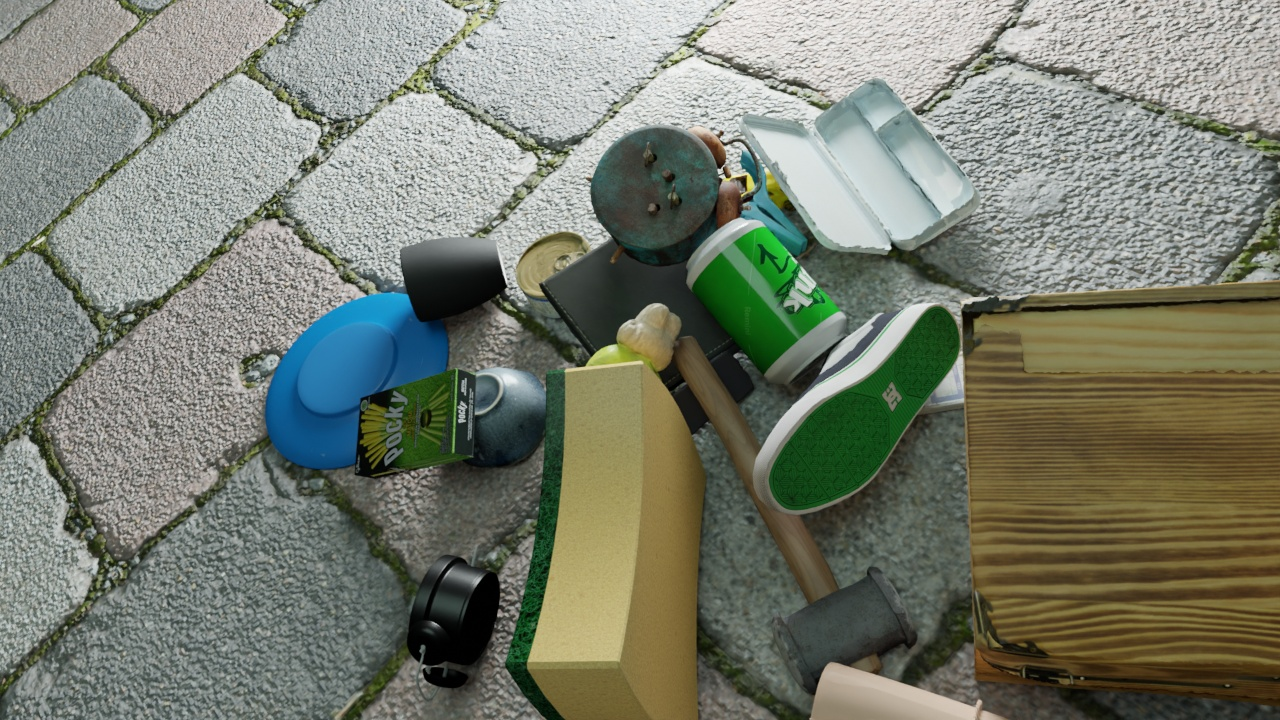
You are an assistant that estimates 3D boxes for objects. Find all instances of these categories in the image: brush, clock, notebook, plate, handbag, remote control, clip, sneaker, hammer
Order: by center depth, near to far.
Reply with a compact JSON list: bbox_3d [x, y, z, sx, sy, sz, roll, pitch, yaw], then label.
[{"bbox_3d":[0.169,0.271,0.541,0.199,0.187,0.116,11,91,28],"label":"handbag"},{"bbox_3d":[-0.013,0.146,0.690,0.075,0.195,0.249,-6,56,17],"label":"brush"},{"bbox_3d":[0.163,0.037,0.745,0.234,0.084,0.079,-40,20,-26],"label":"sneaker"},{"bbox_3d":[0.102,0.105,0.750,0.098,0.052,0.328,-27,57,1],"label":"hammer"},{"bbox_3d":[-0.157,0.221,0.763,0.042,0.091,0.120,10,48,14],"label":"clock"},{"bbox_3d":[0.298,0.012,0.777,0.136,0.011,0.050,-11,55,14],"label":"remote control"},{"bbox_3d":[0.045,0.044,0.838,0.124,0.009,0.046,-38,94,-6],"label":"remote control"},{"bbox_3d":[0.033,-0.158,0.843,0.158,0.073,0.121,-20,72,9],"label":"clock"},{"bbox_3d":[0.034,-0.067,0.881,0.209,0.029,0.169,-35,74,-10],"label":"notebook"},{"bbox_3d":[0.094,-0.147,0.886,0.119,0.033,0.121,-10,66,-8],"label":"clip"},{"bbox_3d":[-0.316,0.012,1.000,0.225,0.024,0.223,-10,55,15],"label":"plate"}]

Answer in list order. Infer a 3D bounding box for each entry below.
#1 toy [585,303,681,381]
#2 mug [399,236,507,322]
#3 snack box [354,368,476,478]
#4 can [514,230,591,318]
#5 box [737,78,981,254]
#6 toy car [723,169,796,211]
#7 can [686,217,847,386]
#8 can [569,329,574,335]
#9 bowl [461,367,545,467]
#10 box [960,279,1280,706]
[{"bbox_3d":[-0.005,0.005,0.795,0.046,0.092,0.115,29,87,40],"label":"toy"},{"bbox_3d":[-0.200,-0.099,1.004,0.100,0.085,0.118,-14,23,-4],"label":"mug"},{"bbox_3d":[-0.219,0.063,0.886,0.148,0.025,0.080,-15,67,36],"label":"snack box"},{"bbox_3d":[-0.085,-0.090,0.968,0.086,0.043,0.086,-10,56,15],"label":"can"},{"bbox_3d":[0.211,-0.188,0.907,0.185,0.084,0.210,-22,53,-6],"label":"box"},{"bbox_3d":[0.124,-0.177,0.955,0.107,0.030,0.049,-9,57,17],"label":"toy car"},{"bbox_3d":[0.111,-0.052,0.815,0.087,0.088,0.140,-38,78,-6],"label":"can"},{"bbox_3d":[-0.016,-0.076,0.926,0.054,0.054,0.137,24,69,31],"label":"can"},{"bbox_3d":[-0.145,0.046,0.894,0.110,0.055,0.110,-10,55,14],"label":"bowl"},{"bbox_3d":[0.351,0.093,0.580,0.279,0.221,0.258,-1,60,18],"label":"box"}]
